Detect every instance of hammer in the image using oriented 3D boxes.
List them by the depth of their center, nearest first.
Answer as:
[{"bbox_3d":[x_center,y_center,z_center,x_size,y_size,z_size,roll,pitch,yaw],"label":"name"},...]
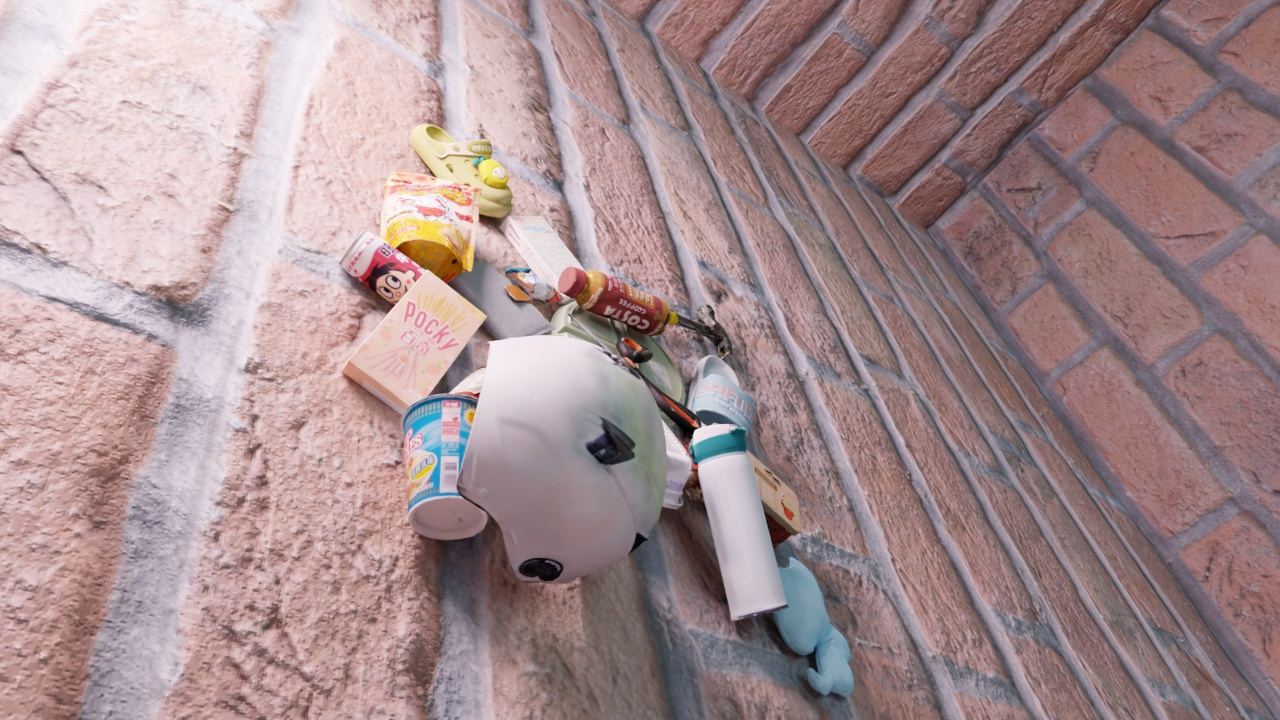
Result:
[{"bbox_3d":[0.041,-0.072,1.439,0.322,0.032,0.126,19,36,-49],"label":"hammer"}]

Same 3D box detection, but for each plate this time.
[{"bbox_3d":[-0.025,-0.001,1.277,0.230,0.028,0.229,32,29,-21],"label":"plate"}]

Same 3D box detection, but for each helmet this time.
[{"bbox_3d":[-0.049,0.088,0.871,0.228,0.146,0.259,-83,152,-47],"label":"helmet"}]

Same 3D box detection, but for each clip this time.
[{"bbox_3d":[-0.165,-0.118,1.273,0.046,0.014,0.056,48,28,14],"label":"clip"}]

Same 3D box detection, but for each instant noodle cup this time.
[{"bbox_3d":[-0.177,0.103,0.853,0.099,0.099,0.109,25,38,-31],"label":"instant noodle cup"},{"bbox_3d":[-0.010,0.089,1.086,0.138,0.060,0.173,24,24,-54],"label":"instant noodle cup"}]

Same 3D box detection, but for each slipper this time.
[{"bbox_3d":[-0.253,-0.288,1.329,0.190,0.082,0.091,46,29,11],"label":"slipper"},{"bbox_3d":[0.122,0.059,1.340,0.104,0.074,0.244,37,26,-14],"label":"slipper"}]

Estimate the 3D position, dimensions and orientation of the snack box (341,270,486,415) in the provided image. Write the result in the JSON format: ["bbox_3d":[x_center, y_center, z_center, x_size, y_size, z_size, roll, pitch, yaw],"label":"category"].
[{"bbox_3d":[-0.235,-0.020,0.966,0.084,0.026,0.156,38,47,-11],"label":"snack box"}]

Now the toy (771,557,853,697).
[{"bbox_3d":[0.200,0.315,1.099,0.156,0.050,0.161,42,33,-20],"label":"toy"}]

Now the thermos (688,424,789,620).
[{"bbox_3d":[0.110,0.184,1.068,0.073,0.073,0.224,7,65,-50],"label":"thermos"}]

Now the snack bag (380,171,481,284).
[{"bbox_3d":[-0.264,-0.175,1.152,0.128,0.073,0.207,4,39,-12],"label":"snack bag"}]

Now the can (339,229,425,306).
[{"bbox_3d":[-0.271,-0.089,1.039,0.132,0.053,0.053,37,27,-13],"label":"can"}]

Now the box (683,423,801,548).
[{"bbox_3d":[0.123,0.172,1.189,0.168,0.078,0.091,42,25,-17],"label":"box"}]

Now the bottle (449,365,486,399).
[{"bbox_3d":[-0.160,0.030,1.016,0.060,0.060,0.205,41,23,-4],"label":"bottle"}]

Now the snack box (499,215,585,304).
[{"bbox_3d":[-0.132,-0.148,1.347,0.157,0.027,0.084,51,28,16],"label":"snack box"}]

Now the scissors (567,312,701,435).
[{"bbox_3d":[-0.006,0.008,1.177,0.230,0.022,0.220,42,12,-13],"label":"scissors"}]

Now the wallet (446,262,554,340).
[{"bbox_3d":[-0.176,-0.072,1.165,0.129,0.037,0.106,46,27,6],"label":"wallet"}]

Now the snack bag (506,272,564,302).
[{"bbox_3d":[-0.142,-0.100,1.247,0.048,0.026,0.104,40,8,19],"label":"snack bag"}]

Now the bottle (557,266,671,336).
[{"bbox_3d":[-0.036,-0.085,1.287,0.174,0.058,0.057,20,34,-38],"label":"bottle"}]
